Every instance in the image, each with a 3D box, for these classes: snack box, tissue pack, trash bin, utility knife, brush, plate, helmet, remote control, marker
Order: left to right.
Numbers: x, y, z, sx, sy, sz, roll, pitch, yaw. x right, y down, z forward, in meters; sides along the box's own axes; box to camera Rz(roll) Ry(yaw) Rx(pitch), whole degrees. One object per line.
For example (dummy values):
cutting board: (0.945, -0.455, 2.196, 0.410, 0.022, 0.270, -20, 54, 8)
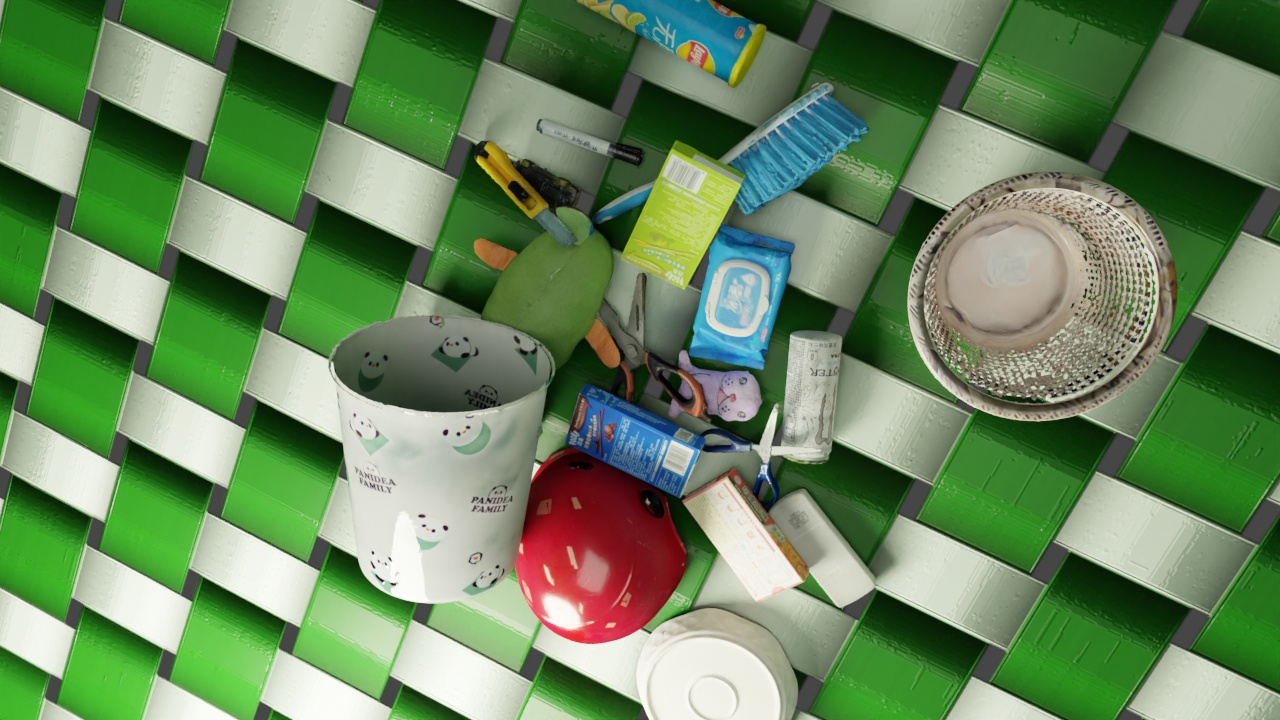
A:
trash bin: (-0.218, 0.109, 1.007, 0.230, 0.229, 0.252, 13, 117, 10)
utility knife: (-0.133, -0.191, 1.040, 0.219, 0.015, 0.033, 47, 111, 33)
helmet: (-0.065, 0.234, 1.106, 0.207, 0.143, 0.240, -26, 94, 18)
marker: (-0.059, -0.255, 1.067, 0.131, 0.018, 0.023, 21, 113, 7)
snack box: (-0.008, 0.095, 1.090, 0.157, 0.026, 0.085, 25, 128, 8)
snack box: (0.045, -0.158, 1.022, 0.086, 0.026, 0.157, 26, 130, -2)
plate: (0.093, 0.417, 1.156, 0.205, 0.045, 0.205, 2, 102, 11)
brush: (0.093, -0.205, 1.029, 0.315, 0.060, 0.109, -34, 87, 19)
tissue pack: (0.113, -0.069, 1.046, 0.095, 0.052, 0.157, 15, 103, 7)
snack box: (0.126, 0.212, 1.105, 0.077, 0.026, 0.156, -35, 92, 35)
remote control: (0.217, 0.224, 1.100, 0.058, 0.021, 0.150, -37, 92, 20)
trash bin: (0.379, -0.072, 0.914, 0.228, 0.191, 0.227, 3, 102, 12)

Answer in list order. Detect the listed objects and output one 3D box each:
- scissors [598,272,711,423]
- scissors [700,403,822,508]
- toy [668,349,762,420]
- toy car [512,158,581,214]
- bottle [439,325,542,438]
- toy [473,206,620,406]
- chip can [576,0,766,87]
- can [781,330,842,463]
scissors: (-0.003, 0.008, 1.094, 0.226, 0.015, 0.189, 47, 122, 16)
scissors: (0.136, 0.109, 1.065, 0.162, 0.012, 0.176, 17, 133, 32)
toy: (0.090, 0.036, 1.080, 0.108, 0.038, 0.084, 10, 101, 16)
toy car: (-0.114, -0.204, 1.081, 0.090, 0.035, 0.042, 29, 104, 11)
bottle: (-0.206, 0.035, 1.135, 0.068, 0.068, 0.197, -42, 87, 17)
toy: (-0.117, -0.062, 1.083, 0.227, 0.090, 0.247, 39, 103, 1)
chip can: (0.028, -0.377, 0.994, 0.210, 0.071, 0.071, 30, 106, 5)
can: (0.195, 0.041, 1.049, 0.058, 0.058, 0.147, 5, 102, 11)
